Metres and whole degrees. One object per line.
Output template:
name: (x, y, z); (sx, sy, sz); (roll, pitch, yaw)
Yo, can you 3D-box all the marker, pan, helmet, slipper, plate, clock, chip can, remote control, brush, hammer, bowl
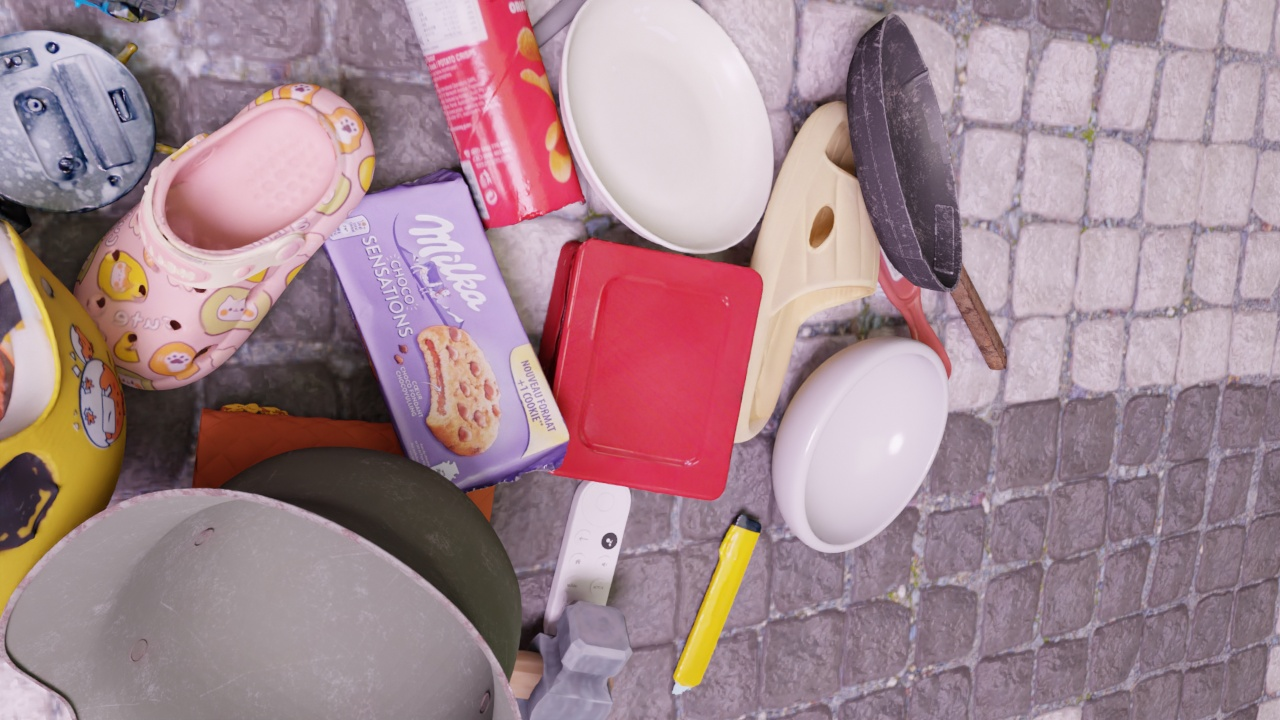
marker: (-0.032, -0.239, 0.598); (0.138, 0.022, 0.016); (-45, 128, -13)
pan: (0.230, -0.099, 0.719); (0.357, 0.040, 0.207); (53, 39, -39)
helmet: (-0.334, 0.058, 0.409); (0.209, 0.140, 0.239); (-2, 61, 8)
slipper: (-0.228, -0.069, 0.477); (0.093, 0.081, 0.197); (44, 93, 0)
plate: (0.015, -0.156, 0.607); (0.182, 0.034, 0.182); (10, 74, -38)
clock: (-0.310, -0.115, 0.466); (0.129, 0.052, 0.090); (-24, 110, -21)
chip can: (-0.099, -0.196, 0.545); (0.073, 0.073, 0.233); (-24, 110, -21)
remote control: (-0.039, 0.149, 0.675); (0.043, 0.013, 0.136); (12, 95, -28)
slipper: (0.124, -0.056, 0.659); (0.111, 0.079, 0.261); (10, 101, -63)
brush: (0.212, -0.051, 0.751); (0.041, 0.030, 0.172); (-35, 112, -17)
helmet: (-0.156, 0.143, 0.452); (0.227, 0.153, 0.268); (32, 112, -4)
hammer: (-0.168, 0.188, 0.589); (0.322, 0.051, 0.117); (17, 119, -22)
bowl: (0.160, 0.058, 0.716); (0.176, 0.066, 0.177); (-19, 123, -33)

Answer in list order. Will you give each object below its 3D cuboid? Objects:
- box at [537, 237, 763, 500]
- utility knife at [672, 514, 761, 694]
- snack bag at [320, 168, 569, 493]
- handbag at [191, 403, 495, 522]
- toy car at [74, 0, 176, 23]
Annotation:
box: (0.000, 0.005, 0.609); (0.136, 0.123, 0.157); (9, 96, -23)
utility knife: (0.059, 0.196, 0.732); (0.030, 0.017, 0.155); (20, 90, -23)
snack bag: (-0.123, -0.016, 0.547); (0.096, 0.058, 0.205); (-19, 81, -23)
handbag: (-0.182, 0.087, 0.564); (0.171, 0.060, 0.109); (7, 96, -27)
toy car: (-0.294, -0.207, 0.468); (0.105, 0.032, 0.048); (8, 96, -33)
